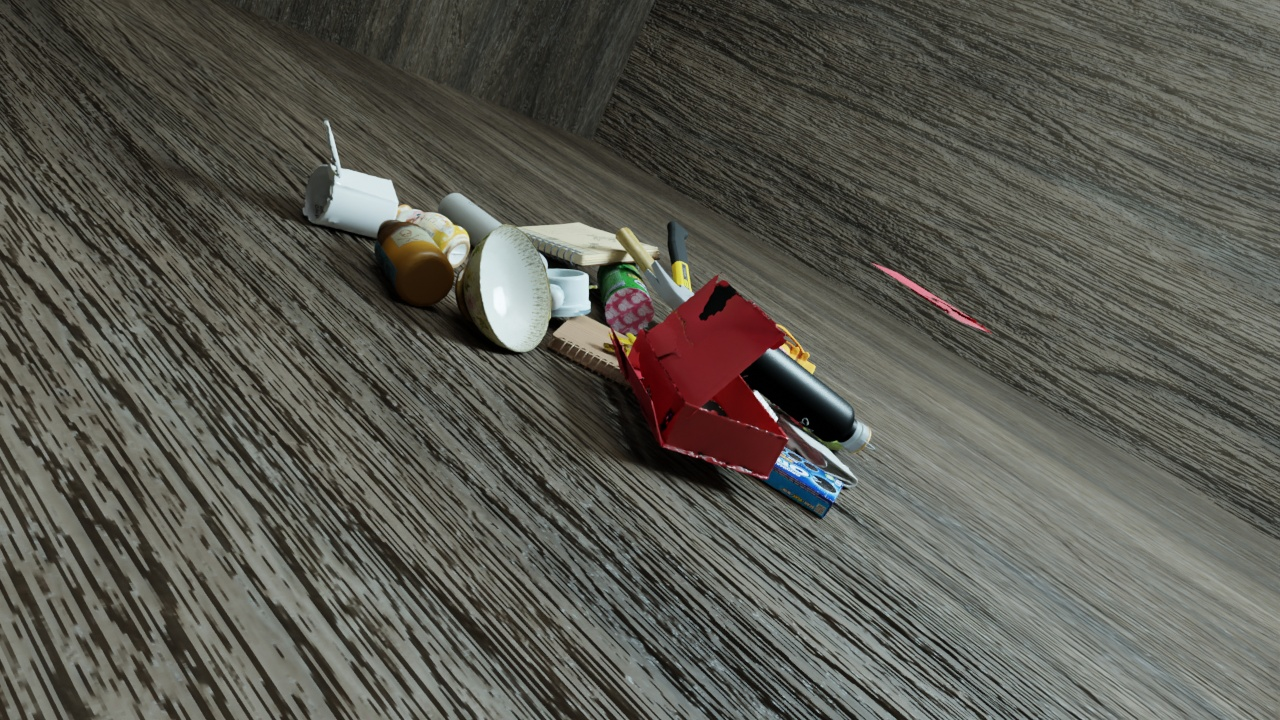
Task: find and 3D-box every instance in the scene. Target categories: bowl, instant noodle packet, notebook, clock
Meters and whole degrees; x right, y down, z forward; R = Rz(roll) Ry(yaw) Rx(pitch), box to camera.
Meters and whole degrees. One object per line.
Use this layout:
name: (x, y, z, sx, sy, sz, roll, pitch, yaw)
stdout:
bowl: (-0.167, -0.079, 1.053, 0.063, 0.145, 0.145, -7, 1, 25)
instant noodle packet: (0.087, -0.006, 1.206, 0.098, 0.040, 0.135, 25, 32, -33)
notebook: (-0.007, 0.007, 1.172, 0.210, 0.022, 0.169, 27, 15, 0)
notebook: (-0.100, -0.190, 1.485, 0.167, 0.024, 0.226, -10, 23, -38)
clock: (-0.116, -0.086, 1.204, 0.083, 0.057, 0.117, 14, 19, 37)

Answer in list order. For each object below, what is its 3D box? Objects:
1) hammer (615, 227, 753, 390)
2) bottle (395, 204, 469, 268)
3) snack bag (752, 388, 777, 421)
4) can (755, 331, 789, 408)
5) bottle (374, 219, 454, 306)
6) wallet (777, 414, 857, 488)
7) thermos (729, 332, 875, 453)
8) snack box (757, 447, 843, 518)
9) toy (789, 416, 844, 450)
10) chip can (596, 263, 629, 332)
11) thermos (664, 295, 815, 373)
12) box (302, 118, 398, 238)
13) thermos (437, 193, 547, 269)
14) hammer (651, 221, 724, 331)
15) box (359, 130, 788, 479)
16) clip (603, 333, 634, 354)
hammer: (0.066, -0.071, 1.352, 0.330, 0.033, 0.132, 53, 25, 20)
bottle: (-0.278, -0.165, 1.206, 0.109, 0.063, 0.063, 34, 17, 19)
snack bag: (0.154, 0.074, 1.207, 0.057, 0.013, 0.157, 55, 18, 0)
can: (0.183, 0.014, 1.282, 0.105, 0.064, 0.064, 46, 10, -19)
bottle: (-0.274, -0.125, 1.077, 0.067, 0.068, 0.157, 14, 20, -37)
wallet: (0.221, 0.119, 1.175, 0.086, 0.032, 0.116, 31, 10, -28)
thermos: (0.220, 0.053, 1.197, 0.231, 0.061, 0.061, 37, 13, -18)
snack box: (0.159, 0.122, 1.061, 0.150, 0.027, 0.082, 30, 16, 13)
toy: (0.249, 0.082, 1.301, 0.091, 0.045, 0.135, 21, 23, -27)
chip can: (-0.026, -0.104, 1.402, 0.075, 0.075, 0.223, 23, 16, -13)
thermos: (0.157, -0.027, 1.415, 0.233, 0.092, 0.076, 30, 36, 10)
box: (-0.354, -0.221, 1.129, 0.137, 0.144, 0.083, 7, 52, -44)
thermos: (-0.221, -0.181, 1.369, 0.224, 0.052, 0.052, 38, 19, 34)
hammer: (0.060, -0.145, 1.399, 0.127, 0.029, 0.323, 36, 23, -18)
box: (-0.051, -0.073, 0.937, 0.510, 0.141, 0.215, 38, 10, -24)
clip: (-0.022, -0.015, 1.146, 0.049, 0.044, 0.054, -14, 28, -13)
